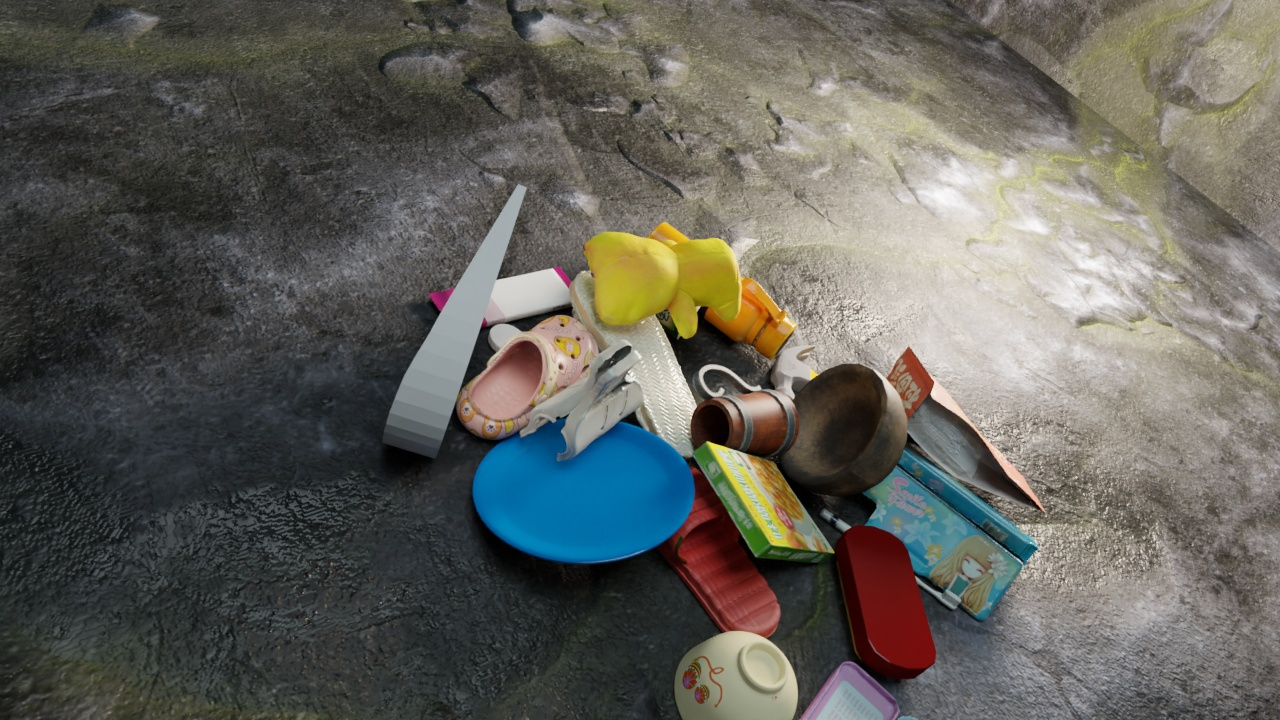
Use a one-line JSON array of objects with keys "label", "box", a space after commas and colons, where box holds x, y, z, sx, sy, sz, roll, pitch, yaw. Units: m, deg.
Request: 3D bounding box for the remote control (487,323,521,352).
[{"label": "remote control", "box": [-0.124, 0.004, 1.078, 0.136, 0.013, 0.043, 40, 42, 14]}]

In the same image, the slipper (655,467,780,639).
[{"label": "slipper", "box": [0.066, 0.179, 0.968, 0.103, 0.059, 0.248, -18, 60, -39]}]

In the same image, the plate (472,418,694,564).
[{"label": "plate", "box": [-0.057, 0.134, 0.938, 0.224, 0.024, 0.223, 2, 33, -1]}]

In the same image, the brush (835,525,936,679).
[{"label": "brush", "box": [0.260, 0.263, 0.998, 0.082, 0.042, 0.173, 14, 43, -16]}]

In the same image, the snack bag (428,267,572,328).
[{"label": "snack bag", "box": [-0.161, -0.076, 1.138, 0.196, 0.016, 0.070, -18, 60, -39]}]

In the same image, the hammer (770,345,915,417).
[{"label": "hammer", "box": [0.326, 0.064, 1.250, 0.323, 0.029, 0.126, 20, 41, -10]}]

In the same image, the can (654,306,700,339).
[{"label": "can", "box": [0.018, -0.085, 1.204, 0.121, 0.067, 0.067, 31, 41, 4]}]

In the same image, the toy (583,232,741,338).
[{"label": "toy", "box": [0.033, -0.100, 1.119, 0.193, 0.088, 0.134, 0, 59, -23]}]

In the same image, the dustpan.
[{"label": "dustpan", "box": [-0.192, -0.031, 0.928, 0.053, 0.192, 0.257, 19, 66, -11]}]

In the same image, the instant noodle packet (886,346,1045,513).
[{"label": "instant noodle packet", "box": [0.414, 0.095, 1.170, 0.221, 0.084, 0.164, 35, 16, -6]}]

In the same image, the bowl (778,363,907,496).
[{"label": "bowl", "box": [0.246, 0.089, 1.091, 0.070, 0.163, 0.162, 33, 35, -30]}]

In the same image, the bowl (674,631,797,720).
[{"label": "bowl", "box": [0.099, 0.298, 0.850, 0.118, 0.074, 0.117, 15, 42, -14]}]

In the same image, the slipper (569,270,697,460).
[{"label": "slipper", "box": [-0.007, 0.006, 1.110, 0.114, 0.054, 0.272, -13, 63, -39]}]

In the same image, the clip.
[{"label": "clip", "box": [-0.042, 0.047, 0.968, 0.126, 0.152, 0.105, -36, 96, -44]}]

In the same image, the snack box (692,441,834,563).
[{"label": "snack box", "box": [0.136, 0.157, 0.996, 0.168, 0.027, 0.132, 21, 31, -54]}]

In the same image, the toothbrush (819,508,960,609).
[{"label": "toothbrush", "box": [0.290, 0.229, 1.068, 0.187, 0.017, 0.012, 35, 30, 8]}]

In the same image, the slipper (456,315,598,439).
[{"label": "slipper", "box": [-0.117, 0.008, 1.011, 0.093, 0.082, 0.196, 37, 53, 12]}]

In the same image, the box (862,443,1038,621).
[{"label": "box", "box": [0.364, 0.180, 1.115, 0.227, 0.087, 0.167, 38, 42, 12]}]

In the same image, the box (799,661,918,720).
[{"label": "box", "box": [0.201, 0.387, 0.841, 0.151, 0.041, 0.213, 31, 39, 24]}]

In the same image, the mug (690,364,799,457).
[{"label": "mug", "box": [0.114, 0.060, 1.077, 0.111, 0.082, 0.117, -1, 64, -44]}]

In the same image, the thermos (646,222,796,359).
[{"label": "thermos", "box": [0.102, -0.094, 1.243, 0.232, 0.076, 0.091, 38, -3, 11]}]
